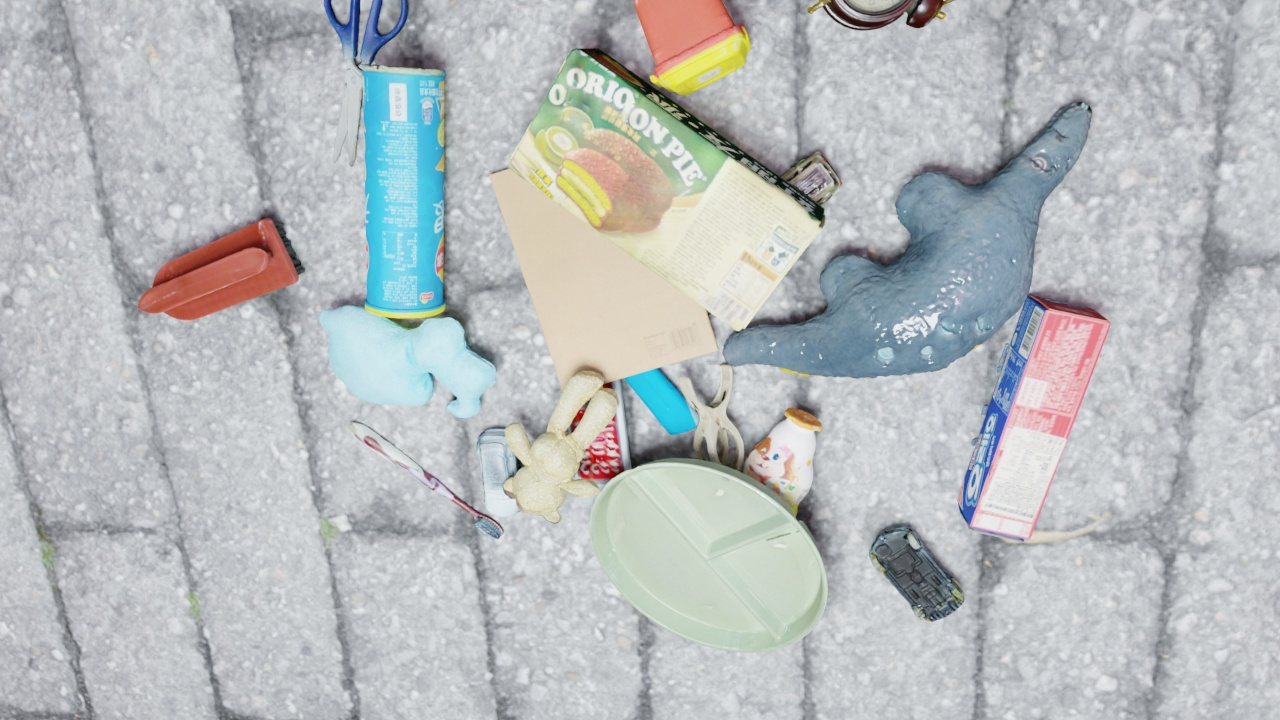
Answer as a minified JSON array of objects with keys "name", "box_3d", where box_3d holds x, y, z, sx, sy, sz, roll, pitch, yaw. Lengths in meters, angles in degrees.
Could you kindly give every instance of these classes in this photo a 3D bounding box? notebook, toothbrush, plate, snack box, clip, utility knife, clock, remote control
[{"name":"notebook","box_3d":[-0.032,-0.086,0.815,0.150,0.012,0.211,-17,98,12]},{"name":"toothbrush","box_3d":[-0.214,0.121,0.912,0.187,0.017,0.016,37,107,-5]},{"name":"plate","box_3d":[0.061,0.180,0.847,0.230,0.027,0.231,14,127,19]},{"name":"snack box","box_3d":[0.037,-0.260,0.722,0.082,0.091,0.080,-25,96,14]},{"name":"snack box","box_3d":[0.333,0.051,0.792,0.058,0.057,0.208,12,108,1]},{"name":"clip","box_3d":[0.067,0.056,0.835,0.070,0.035,0.100,-17,100,-25]},{"name":"utility knife","box_3d":[-0.005,0.005,0.847,0.034,0.018,0.161,-39,96,14]},{"name":"clock","box_3d":[0.191,-0.298,0.704,0.122,0.055,0.082,2,107,6]},{"name":"snack box","box_3d":[0.022,-0.140,0.748,0.240,0.063,0.115,35,114,1]},{"name":"remote control","box_3d":[-0.040,0.074,0.871,0.056,0.020,0.136,-4,106,8]}]

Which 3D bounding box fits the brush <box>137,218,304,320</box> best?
[{"name":"brush","box_3d":[-0.392,-0.078,0.849,0.146,0.069,0.063,-19,103,13]}]

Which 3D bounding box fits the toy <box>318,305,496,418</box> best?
[{"name":"toy","box_3d":[-0.224,0.002,0.859,0.157,0.049,0.161,-29,110,24]}]

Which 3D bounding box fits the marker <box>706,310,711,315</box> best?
[{"name":"marker","box_3d":[0.066,-0.053,0.819,0.124,0.015,0.018,-33,95,18]}]

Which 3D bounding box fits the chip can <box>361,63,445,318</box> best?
[{"name":"chip can","box_3d":[-0.206,-0.146,0.801,0.071,0.071,0.210,6,107,6]}]

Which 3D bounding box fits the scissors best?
[{"name":"scissors","box_3d":[-0.239,-0.254,0.803,0.126,0.012,0.173,-10,107,12]}]

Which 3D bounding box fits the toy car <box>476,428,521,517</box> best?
[{"name":"toy car","box_3d":[-0.136,0.111,0.890,0.043,0.034,0.091,-2,109,6]}]

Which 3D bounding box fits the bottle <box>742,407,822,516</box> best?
[{"name":"bottle","box_3d":[0.127,0.097,0.833,0.063,0.063,0.108,22,108,1]}]

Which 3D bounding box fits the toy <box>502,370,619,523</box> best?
[{"name":"toy","box_3d":[-0.071,0.079,0.838,0.105,0.066,0.158,34,117,7]}]

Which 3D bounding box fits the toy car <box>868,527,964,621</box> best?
[{"name":"toy car","box_3d":[0.258,0.198,0.861,0.049,0.031,0.105,-39,100,16]}]

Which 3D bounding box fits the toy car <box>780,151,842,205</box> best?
[{"name":"toy car","box_3d":[0.124,-0.135,0.776,0.091,0.035,0.042,-36,97,19]}]

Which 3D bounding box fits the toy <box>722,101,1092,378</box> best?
[{"name":"toy","box_3d":[0.237,-0.067,0.760,0.357,0.091,0.138,-39,71,16]}]
